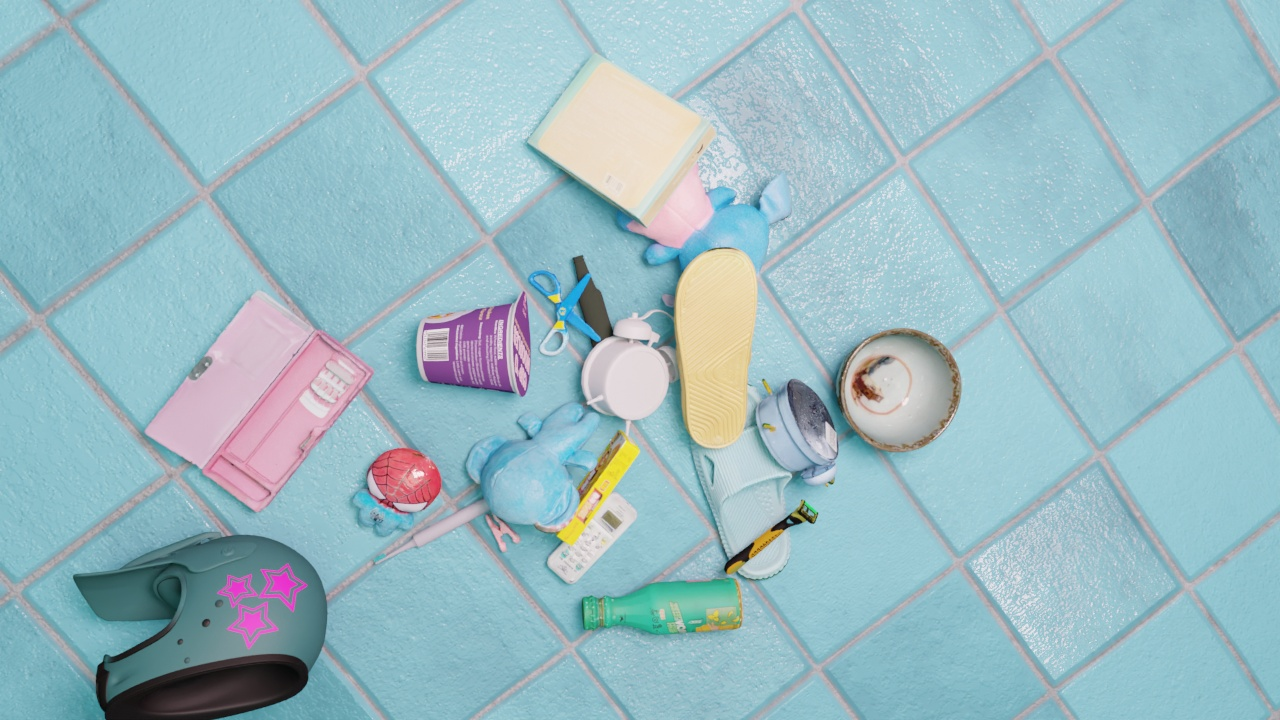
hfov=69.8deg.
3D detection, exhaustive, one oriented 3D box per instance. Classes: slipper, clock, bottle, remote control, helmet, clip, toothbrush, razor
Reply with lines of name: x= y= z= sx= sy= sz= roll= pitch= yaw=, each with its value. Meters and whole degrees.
slipper: x=0.090 y=-0.018 z=1.146 sx=0.099 sy=0.078 sz=0.264 roll=-3 pitch=113 yaw=-2
clock: x=0.212 y=0.097 z=1.183 sx=0.060 sy=0.117 sz=0.162 roll=-31 pitch=116 yaw=28
clock: x=-0.007 y=0.007 z=1.174 sx=0.120 sy=0.061 sz=0.159 roll=41 pitch=78 yaw=-33
slipper: x=0.140 y=0.166 z=1.214 sx=0.116 sy=0.069 sz=0.276 roll=-15 pitch=98 yaw=-1
bottle: x=-0.063 y=-0.076 z=1.185 sx=0.033 sy=0.033 sz=0.123 roll=-17 pitch=97 yaw=-4
remote control: x=-0.064 y=0.235 z=1.221 sx=0.050 sy=0.022 sz=0.133 roll=44 pitch=90 yaw=-8
helmet: x=-0.519 y=0.305 z=1.093 sx=0.274 sy=0.200 sz=0.177 roll=-7 pitch=141 yaw=-19
clip: x=-0.178 y=0.223 z=1.209 sx=0.045 sy=0.023 sz=0.059 roll=-9 pitch=98 yaw=-10
toothbrush: x=-0.263 y=0.220 z=1.200 sx=0.188 sy=0.018 sz=0.019 roll=-28 pitch=96 yaw=-3
bottle: x=0.028 y=0.328 z=1.217 sx=0.209 sy=0.068 sz=0.068 roll=-2 pitch=96 yaw=-6
razor: x=0.166 y=0.234 z=1.198 sx=0.144 sy=0.021 sz=0.044 roll=-40 pitch=132 yaw=10

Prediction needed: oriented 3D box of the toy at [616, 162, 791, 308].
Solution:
toy: x=0.083 y=-0.174 z=1.155 sx=0.191 sy=0.099 sz=0.224 roll=41 pitch=100 yaw=-8

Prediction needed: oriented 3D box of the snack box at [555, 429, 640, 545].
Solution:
snack box: x=-0.058 y=0.163 z=1.188 sx=0.025 sy=0.075 sz=0.152 roll=35 pitch=91 yaw=-10

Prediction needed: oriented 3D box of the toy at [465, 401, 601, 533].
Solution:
toy: x=-0.124 y=0.133 z=1.172 sx=0.180 sy=0.183 sz=0.115 roll=-46 pitch=142 yaw=-22

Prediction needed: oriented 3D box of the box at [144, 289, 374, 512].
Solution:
box: x=-0.474 y=0.051 z=1.151 sx=0.179 sy=0.040 sz=0.232 roll=40 pitch=91 yaw=-12

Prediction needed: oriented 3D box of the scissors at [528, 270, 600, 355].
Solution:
scissors: x=-0.100 y=-0.063 z=1.177 sx=0.125 sy=0.013 sz=0.127 roll=39 pitch=113 yaw=10

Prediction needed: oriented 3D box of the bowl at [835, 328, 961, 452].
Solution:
bowl: x=0.325 y=0.034 z=1.205 sx=0.160 sy=0.094 sz=0.160 roll=-1 pitch=95 yaw=-6

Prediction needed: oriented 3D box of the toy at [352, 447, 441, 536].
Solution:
toy: x=-0.313 y=0.169 z=1.171 sx=0.092 sy=0.062 sz=0.133 roll=36 pitch=103 yaw=-1

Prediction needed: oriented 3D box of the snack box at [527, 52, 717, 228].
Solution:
snack box: x=-0.025 y=-0.271 z=1.119 sx=0.193 sy=0.044 sz=0.141 roll=37 pitch=91 yaw=24

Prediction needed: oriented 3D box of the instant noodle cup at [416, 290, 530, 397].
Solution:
instant noodle cup: x=-0.207 y=-0.022 z=1.144 sx=0.122 sy=0.122 sz=0.136 roll=-1 pitch=69 yaw=3
